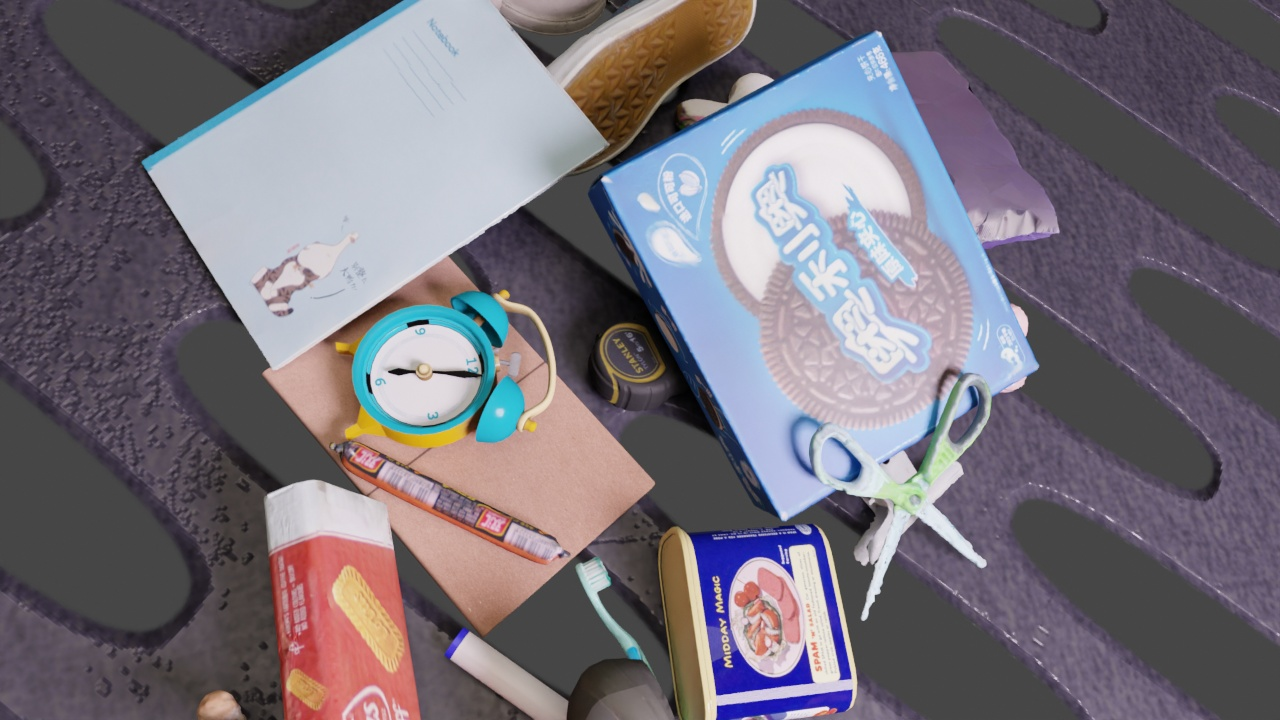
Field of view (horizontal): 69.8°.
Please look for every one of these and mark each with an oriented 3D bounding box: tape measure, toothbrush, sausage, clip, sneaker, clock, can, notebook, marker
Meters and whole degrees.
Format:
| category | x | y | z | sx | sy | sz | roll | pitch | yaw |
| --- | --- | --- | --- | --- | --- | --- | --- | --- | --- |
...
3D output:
| category | x | y | z | sx | sy | sz | roll | pitch | yaw |
| --- | --- | --- | --- | --- | --- | --- | --- | --- | --- |
| tape measure | -0.004 | 0.004 | 0.603 | 0.061 | 0.034 | 0.061 | -22 | 64 | -25 |
| toothbrush | -0.002 | 0.177 | 0.534 | 0.017 | 0.022 | 0.135 | -30 | 73 | 2 |
| sausage | -0.112 | 0.084 | 0.538 | 0.155 | 0.020 | 0.020 | 26 | 63 | -1 |
| clip | 0.169 | 0.083 | 0.607 | 0.101 | 0.046 | 0.055 | -36 | 91 | -25 |
| sneaker | -0.046 | 0.268 | 0.435 | 0.143 | 0.101 | 0.237 | -1 | 80 | -14 |
| clock | -0.117 | 0.007 | 0.562 | 0.129 | 0.044 | 0.099 | -10 | 69 | -10 |
| can | 0.067 | 0.155 | 0.540 | 0.092 | 0.057 | 0.116 | -1 | 67 | -15 |
| notebook | -0.174 | -0.134 | 0.597 | 0.253 | 0.009 | 0.181 | -36 | 74 | -8 |
| notebook | -0.111 | 0.045 | 0.574 | 0.141 | 0.008 | 0.209 | -39 | 79 | -25 |
| clock | -0.089 | -0.306 | 0.708 | 0.156 | 0.061 | 0.103 | -25 | 74 | -24 |
| marker | -0.046 | 0.198 | 0.515 | 0.141 | 0.020 | 0.020 | 34 | 63 | 4 |
| sneaker | -0.015 | -0.228 | 0.685 | 0.079 | 0.087 | 0.235 | 29 | 63 | 37 |

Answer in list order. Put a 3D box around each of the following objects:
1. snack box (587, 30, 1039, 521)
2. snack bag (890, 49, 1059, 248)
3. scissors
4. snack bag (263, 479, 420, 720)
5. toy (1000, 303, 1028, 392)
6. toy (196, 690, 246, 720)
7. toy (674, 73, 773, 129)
| category | x | y | z | sx | sy | sz | roll | pitch | yaw |
| --- | --- | --- | --- | --- | --- | --- | --- | --- | --- |
| snack box | 0.108 | -0.051 | 0.573 | 0.195 | 0.056 | 0.239 | -30 | 98 | -7 |
| snack bag | 0.227 | -0.162 | 0.699 | 0.096 | 0.059 | 0.205 | -9 | 56 | -18 |
| scissors | 0.162 | 0.083 | 0.565 | 0.172 | 0.023 | 0.171 | 15 | 100 | -28 |
| snack bag | -0.145 | 0.174 | 0.462 | 0.041 | 0.077 | 0.225 | -24 | 65 | 12 |
| toy | 0.230 | -0.019 | 0.659 | 0.105 | 0.053 | 0.108 | 16 | 66 | -13 |
| toy | -0.192 | 0.223 | 0.447 | 0.106 | 0.074 | 0.085 | 39 | 86 | -18 |
| toy | 0.092 | -0.187 | 0.710 | 0.122 | 0.038 | 0.079 | -20 | 60 | -20 |
